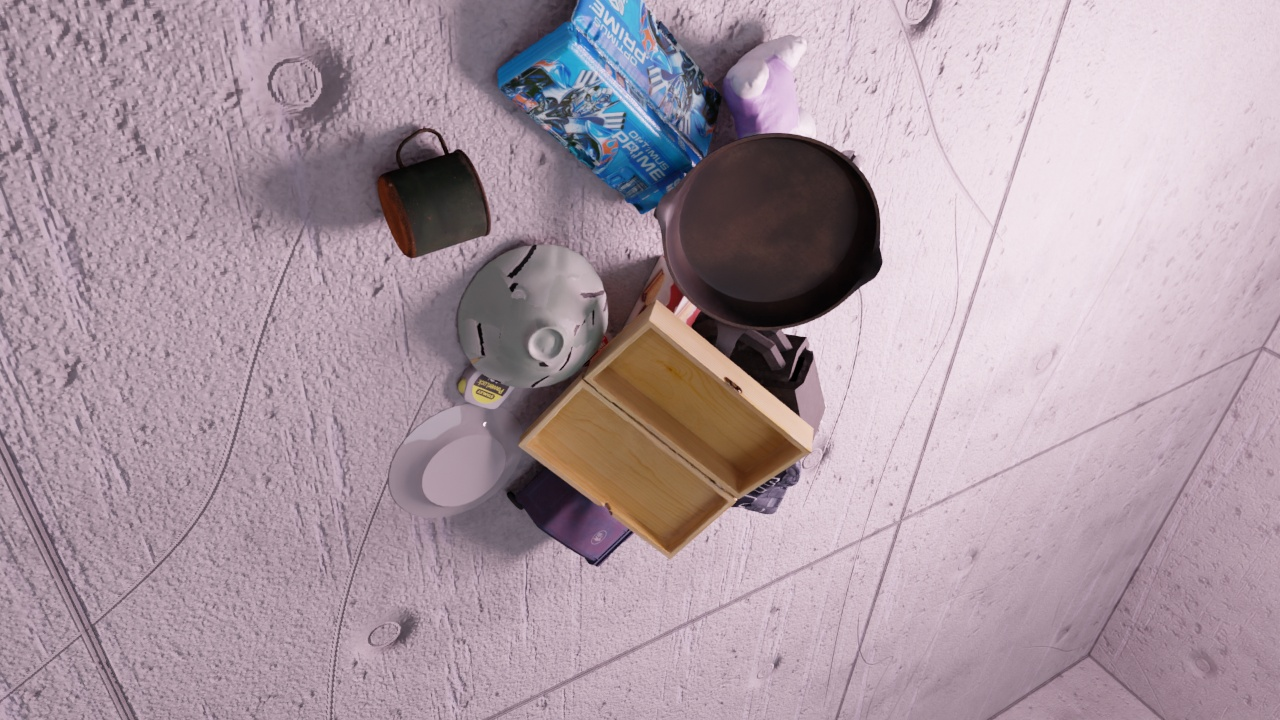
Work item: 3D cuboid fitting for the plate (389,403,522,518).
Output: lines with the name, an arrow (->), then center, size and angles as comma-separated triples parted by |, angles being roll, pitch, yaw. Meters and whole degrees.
plate -> -0.215, 0.128, 1.107 | 0.172, 0.019, 0.173 | -21, 133, -24

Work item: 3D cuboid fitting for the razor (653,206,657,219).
razor -> 0.050, -0.172, 1.049 | 0.140, 0.018, 0.044 | -14, 135, -60

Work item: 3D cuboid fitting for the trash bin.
trash bin -> -0.085, 0.198, 1.216 | 0.094, 0.092, 0.161 | -43, 142, -1

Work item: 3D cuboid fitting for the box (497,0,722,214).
box -> -0.008, -0.260, 0.921 | 0.167, 0.075, 0.243 | -50, 138, 5

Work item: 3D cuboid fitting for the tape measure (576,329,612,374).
tape measure -> -0.064, -0.017, 1.108 | 0.060, 0.020, 0.062 | -40, 137, -5

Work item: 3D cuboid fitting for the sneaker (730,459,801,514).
sneaker -> 0.137, 0.149, 1.313 | 0.151, 0.097, 0.253 | -2, 153, -5

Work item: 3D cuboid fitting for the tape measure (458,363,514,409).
tape measure -> -0.174, 0.022, 1.056 | 0.064, 0.017, 0.065 | 28, 103, -47

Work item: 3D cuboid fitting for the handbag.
handbag -> 0.125, 0.005, 1.163 | 0.102, 0.197, 0.200 | -61, 149, -34

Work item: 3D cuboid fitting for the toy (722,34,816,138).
toy -> 0.141, -0.246, 1.031 | 0.137, 0.086, 0.209 | -46, 138, -37

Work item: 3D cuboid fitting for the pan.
pan -> 0.119, -0.089, 1.020 | 0.248, 0.043, 0.357 | 15, 123, -7

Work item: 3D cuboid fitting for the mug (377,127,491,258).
mug -> -0.198, -0.158, 0.856 | 0.081, 0.085, 0.111 | -22, 102, -21

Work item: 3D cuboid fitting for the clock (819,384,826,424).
clock -> 0.210, 0.032, 1.292 | 0.061, 0.120, 0.159 | -42, 129, -3

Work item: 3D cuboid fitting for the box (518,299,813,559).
box -> 0.027, 0.091, 1.084 | 0.247, 0.076, 0.258 | 39, 113, -14

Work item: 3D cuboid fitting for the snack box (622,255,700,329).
snack box -> -0.007, 0.007, 1.131 | 0.044, 0.076, 0.273 | 13, 114, -39

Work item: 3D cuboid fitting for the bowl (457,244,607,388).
bowl -> -0.109, -0.033, 0.992 | 0.174, 0.068, 0.174 | -8, 120, -14

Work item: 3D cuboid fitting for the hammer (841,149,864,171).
hammer -> 0.174, -0.110, 1.139 | 0.125, 0.036, 0.317 | -49, 170, -44
